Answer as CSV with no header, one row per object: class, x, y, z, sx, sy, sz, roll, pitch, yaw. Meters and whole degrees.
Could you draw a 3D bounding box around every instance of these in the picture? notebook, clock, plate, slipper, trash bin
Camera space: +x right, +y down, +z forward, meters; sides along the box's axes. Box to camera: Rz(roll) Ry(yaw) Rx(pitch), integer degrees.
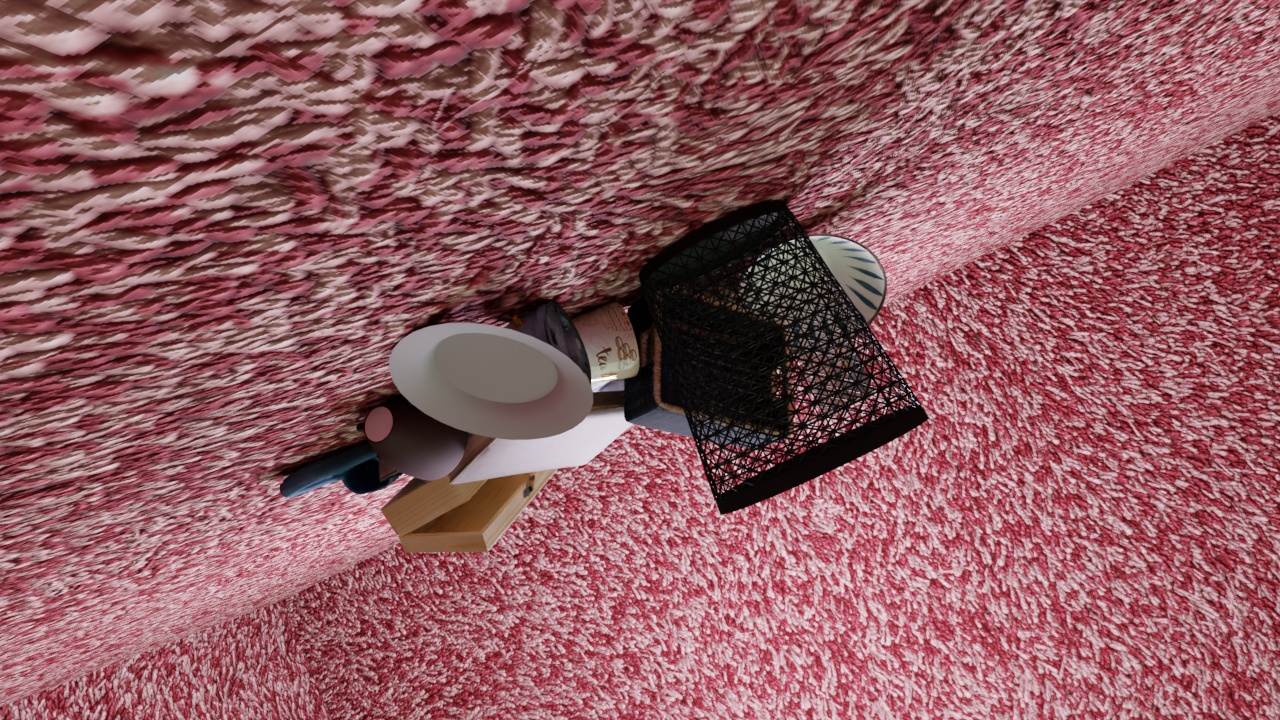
notebook,-0.091,0.072,1.017,0.215,0.034,0.191,-2,149,-47
clock,-0.081,-0.001,0.854,0.052,0.088,0.124,-23,158,14
plate,-0.125,0.014,0.780,0.173,0.019,0.173,5,145,4
slipper,-0.334,0.134,1.115,0.104,0.059,0.213,-28,171,40
trash bin,0.122,-0.008,0.894,0.217,0.243,0.217,-25,173,-3

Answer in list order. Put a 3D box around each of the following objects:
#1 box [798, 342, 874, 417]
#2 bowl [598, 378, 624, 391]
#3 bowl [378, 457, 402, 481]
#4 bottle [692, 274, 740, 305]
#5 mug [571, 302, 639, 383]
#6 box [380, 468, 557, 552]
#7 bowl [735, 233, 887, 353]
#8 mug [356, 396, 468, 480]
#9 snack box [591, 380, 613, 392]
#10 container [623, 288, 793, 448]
box,0.243,-0.030,1.275,0.058,0.216,0.154,-23,171,-7
bowl,-0.007,0.007,1.200,0.132,0.064,0.131,-50,-172,9
bowl,-0.241,0.083,1.054,0.150,0.056,0.151,-27,176,-2
bottle,0.096,-0.068,1.130,0.161,0.056,0.057,-22,172,-25
mug,-0.068,-0.014,0.971,0.097,0.081,0.122,-16,-163,-16
box,-0.208,0.158,1.203,0.141,0.123,0.248,-33,-172,27
bowl,0.199,-0.097,1.100,0.178,0.177,0.070,-28,-143,23
mug,-0.249,0.073,0.940,0.114,0.087,0.088,3,167,27
snack box,-0.075,0.015,1.139,0.059,0.059,0.227,-25,174,-28
container,0.076,0.012,1.028,0.187,0.145,0.071,14,155,-29
